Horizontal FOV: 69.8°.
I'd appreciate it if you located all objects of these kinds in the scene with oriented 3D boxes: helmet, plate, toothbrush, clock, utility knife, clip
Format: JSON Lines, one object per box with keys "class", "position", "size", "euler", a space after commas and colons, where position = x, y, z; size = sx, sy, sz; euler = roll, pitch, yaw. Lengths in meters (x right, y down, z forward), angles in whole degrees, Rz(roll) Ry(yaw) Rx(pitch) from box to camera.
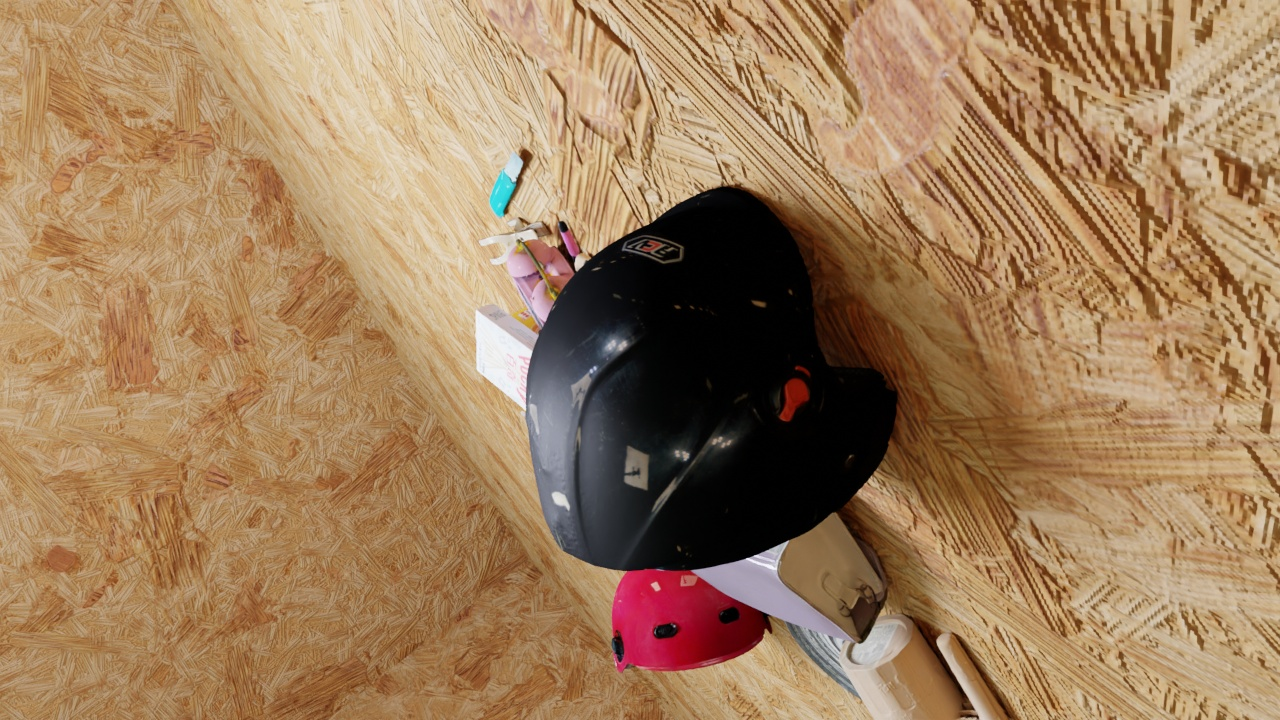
{"class": "helmet", "position": [0.029, 0.022, 0.661], "size": [0.234, 0.229, 0.275], "euler": [28, 131, 49]}
{"class": "helmet", "position": [0.056, 0.311, 1.178], "size": [0.240, 0.207, 0.144], "euler": [109, 148, -78]}
{"class": "plate", "position": [0.234, 0.318, 0.985], "size": [0.179, 0.024, 0.180], "euler": [35, 153, 20]}
{"class": "toothbrush", "position": [-0.052, -0.073, 0.999], "size": [0.018, 0.014, 0.189], "euler": [49, 166, 55]}
{"class": "clock", "position": [-0.095, -0.071, 0.994], "size": [0.117, 0.059, 0.159], "euler": [56, 171, 29]}
{"class": "utility knife", "position": [-0.148, -0.192, 1.012], "size": [0.029, 0.013, 0.217], "euler": [56, 165, -5]}
{"class": "clip", "position": [-0.135, -0.147, 1.056], "size": [0.103, 0.092, 0.035], "euler": [-19, 111, 34]}

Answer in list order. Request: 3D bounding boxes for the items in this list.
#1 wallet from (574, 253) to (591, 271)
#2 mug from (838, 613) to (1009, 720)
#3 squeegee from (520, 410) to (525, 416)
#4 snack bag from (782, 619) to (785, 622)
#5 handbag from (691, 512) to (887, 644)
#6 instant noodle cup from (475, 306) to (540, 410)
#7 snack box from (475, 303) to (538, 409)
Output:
{"class": "wallet", "position": [-0.020, -0.056, 0.939], "size": [0.115, 0.024, 0.087], "euler": [33, 149, 44]}
{"class": "mug", "position": [0.258, 0.297, 0.841], "size": [0.125, 0.084, 0.103], "euler": [-24, 102, 47]}
{"class": "squeegee", "position": [-0.028, 0.044, 0.960], "size": [0.248, 0.040, 0.250], "euler": [26, 139, 16]}
{"class": "snack bag", "position": [0.165, 0.257, 1.051], "size": [0.110, 0.038, 0.191], "euler": [18, 143, 42]}
{"class": "handbag", "position": [0.120, 0.185, 0.881], "size": [0.145, 0.098, 0.197], "euler": [50, 155, -26]}
{"class": "instant noodle cup", "position": [-0.119, -0.011, 1.126], "size": [0.138, 0.109, 0.138], "euler": [46, 162, 20]}
{"class": "snack box", "position": [-0.124, 0.009, 0.999], "size": [0.157, 0.026, 0.085], "euler": [35, 134, 34]}
